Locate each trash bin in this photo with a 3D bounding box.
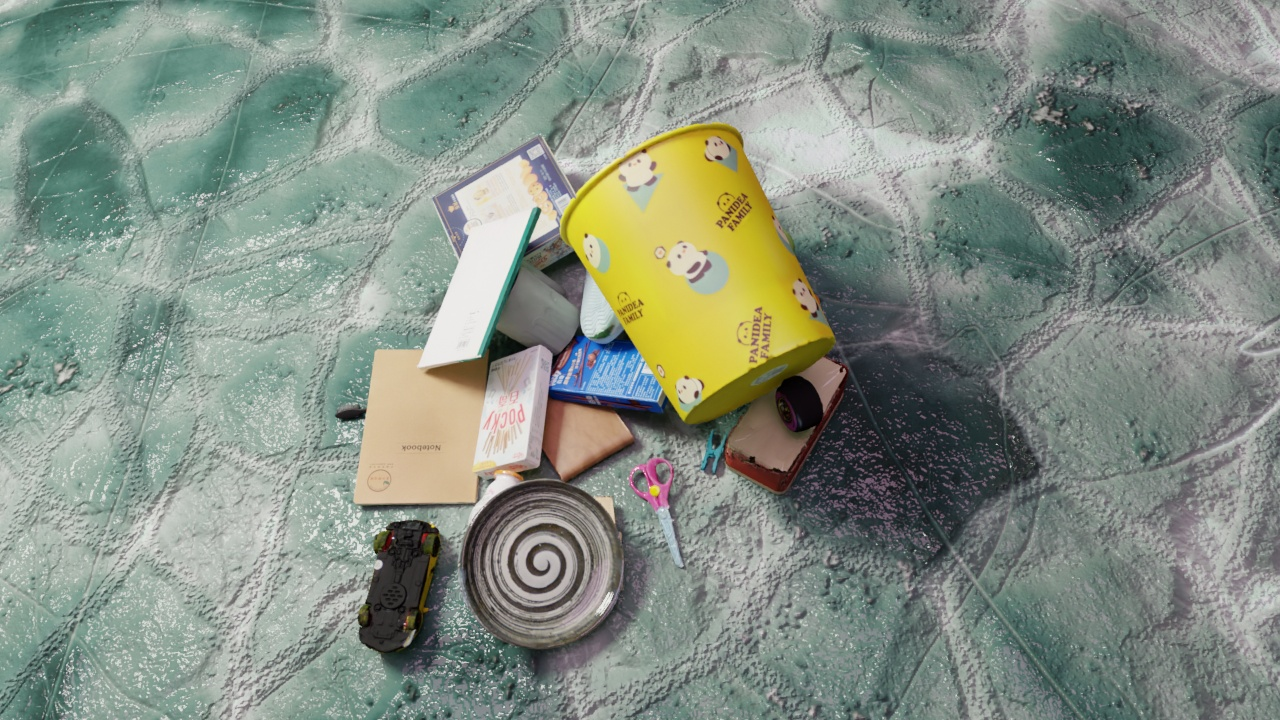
[{"bbox_3d":[0.069,-0.085,0.998,0.229,0.230,0.255,-25,75,-10],"label":"trash bin"}]

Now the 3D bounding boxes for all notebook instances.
[{"bbox_3d":[-0.266,0.078,1.130,0.148,0.008,0.207,-1,62,1],"label":"notebook"},{"bbox_3d":[-0.202,-0.089,1.138,0.151,0.012,0.208,-7,58,47],"label":"notebook"}]

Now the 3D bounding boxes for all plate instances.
[{"bbox_3d":[-0.107,0.218,0.987,0.179,0.024,0.179,4,76,-14],"label":"plate"}]

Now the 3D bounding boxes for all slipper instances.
[{"bbox_3d":[-0.018,-0.111,1.179,0.074,0.104,0.244,34,41,-25],"label":"slipper"}]

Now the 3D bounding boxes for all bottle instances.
[{"bbox_3d":[-0.162,0.179,1.038,0.063,0.063,0.108,7,60,9],"label":"bottle"}]

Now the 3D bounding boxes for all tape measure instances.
[{"bbox_3d":[0.176,0.048,1.009,0.039,0.057,0.057,-19,62,-12],"label":"tape measure"}]

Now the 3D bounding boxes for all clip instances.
[{"bbox_3d":[0.087,0.108,1.089,0.043,0.014,0.056,15,59,13],"label":"clip"}]

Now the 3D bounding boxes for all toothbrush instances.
[{"bbox_3d":[-0.292,0.047,1.161,0.189,0.014,0.016,-13,33,-4],"label":"toothbrush"}]

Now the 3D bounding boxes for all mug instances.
[{"bbox_3d":[-0.138,-0.075,1.159,0.084,0.103,0.123,-36,34,31],"label":"mug"}]

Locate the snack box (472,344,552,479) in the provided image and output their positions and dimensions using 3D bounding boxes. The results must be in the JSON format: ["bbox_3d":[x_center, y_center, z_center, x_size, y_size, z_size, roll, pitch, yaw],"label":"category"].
[{"bbox_3d":[-0.153,0.062,1.110,0.085,0.027,0.156,-17,53,31],"label":"snack box"}]

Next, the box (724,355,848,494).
[{"bbox_3d":[0.170,0.061,1.073,0.091,0.077,0.168,27,64,19],"label":"box"}]

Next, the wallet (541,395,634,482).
[{"bbox_3d":[-0.078,0.080,1.118,0.101,0.020,0.115,-29,58,-11],"label":"wallet"}]

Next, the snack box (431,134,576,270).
[{"bbox_3d":[-0.175,-0.198,1.258,0.182,0.046,0.177,-30,60,3],"label":"snack box"}]

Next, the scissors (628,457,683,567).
[{"bbox_3d":[0.027,0.175,1.053,0.057,0.017,0.133,-24,62,7],"label":"scissors"}]

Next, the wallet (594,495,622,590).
[{"bbox_3d":[-0.063,0.212,1.035,0.087,0.024,0.115,-10,58,5],"label":"wallet"}]

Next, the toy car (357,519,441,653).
[{"bbox_3d":[-0.267,0.249,1.018,0.071,0.041,0.155,2,57,6],"label":"toy car"}]

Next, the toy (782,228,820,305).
[{"bbox_3d":[0.121,-0.081,1.150,0.227,0.090,0.246,16,68,35],"label":"toy"}]

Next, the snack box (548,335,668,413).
[{"bbox_3d":[-0.032,0.014,1.113,0.157,0.026,0.084,6,56,27],"label":"snack box"}]
